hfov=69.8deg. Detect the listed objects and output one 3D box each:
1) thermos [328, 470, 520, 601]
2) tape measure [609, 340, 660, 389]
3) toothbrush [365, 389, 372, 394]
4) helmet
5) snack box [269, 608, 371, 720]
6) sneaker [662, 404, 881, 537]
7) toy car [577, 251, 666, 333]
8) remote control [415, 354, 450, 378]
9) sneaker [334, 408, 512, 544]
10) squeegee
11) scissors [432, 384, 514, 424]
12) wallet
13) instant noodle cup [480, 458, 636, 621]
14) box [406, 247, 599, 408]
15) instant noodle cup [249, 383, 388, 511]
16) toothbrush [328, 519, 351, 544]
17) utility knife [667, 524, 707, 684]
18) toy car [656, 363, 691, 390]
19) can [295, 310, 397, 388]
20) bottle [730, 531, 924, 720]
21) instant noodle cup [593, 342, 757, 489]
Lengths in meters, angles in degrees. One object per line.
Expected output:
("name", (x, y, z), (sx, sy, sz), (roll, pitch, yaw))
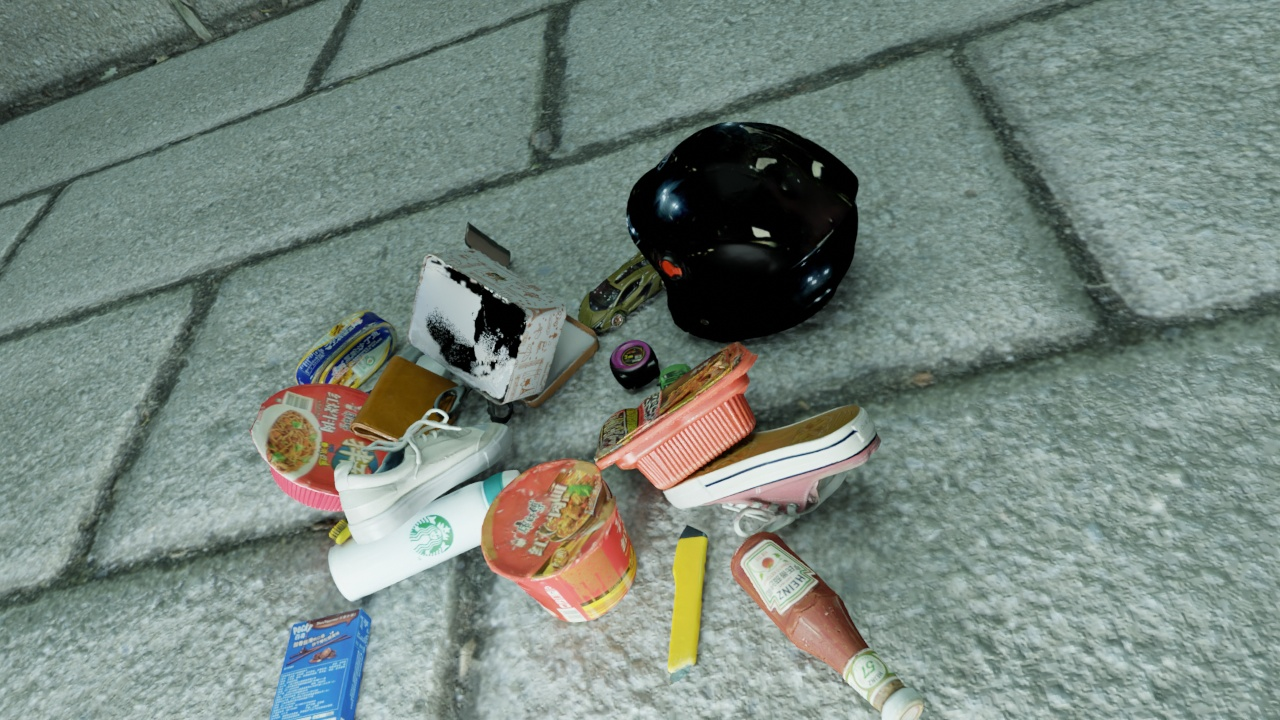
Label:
("thermos", (-0.222, 0.187, 0.999), (0.224, 0.073, 0.073), (-24, 41, 1))
("tape measure", (-0.006, 0.006, 1.099), (0.057, 0.039, 0.057), (-27, 46, -1))
("toothbrush", (-0.370, 0.043, 1.263), (0.189, 0.017, 0.014), (-25, 39, -1))
("helmet", (0.123, -0.166, 1.069), (0.275, 0.231, 0.232), (33, 60, 2))
("snack box", (-0.328, 0.334, 0.932), (0.085, 0.026, 0.156), (-16, 42, 11))
("sneaker", (0.127, 0.116, 0.879), (0.242, 0.088, 0.118), (-23, 11, 38))
("toy car", (-0.017, -0.095, 1.208), (0.158, 0.042, 0.070), (-41, 43, -13))
("remote control", (-0.295, 0.047, 1.215), (0.056, 0.020, 0.135), (1, 50, 28))
("sneaker", (-0.239, 0.106, 1.011), (0.090, 0.091, 0.241), (-18, 9, 34))
("squeegee", (-0.269, -0.061, 1.263), (0.040, 0.247, 0.249), (40, 92, 4))
("scissors", (-0.206, 0.025, 1.176), (0.159, 0.014, 0.174), (34, 45, 28))
("wallet", (-0.278, 0.061, 1.140), (0.035, 0.119, 0.130), (-55, 12, 39))
("instant noodle cup", (-0.073, 0.183, 0.897), (0.138, 0.109, 0.137), (-14, 43, 13))
("box", (-0.161, -0.042, 1.155), (0.182, 0.154, 0.180), (31, 28, 25))
("instant noodle cup", (-0.369, 0.112, 1.099), (0.066, 0.193, 0.193), (-60, 30, 30))
("toothbrush", (-0.280, 0.139, 1.043), (0.016, 0.016, 0.189), (33, 49, 11))
("utility knife", (0.043, 0.227, 0.865), (0.033, 0.015, 0.164), (-13, 44, 24))
("toy car", (0.042, 0.037, 1.047), (0.043, 0.036, 0.091), (-18, 38, 11))
("can", (-0.412, -0.005, 1.289), (0.049, 0.075, 0.148), (27, 64, 38))
("bottle", (0.154, 0.225, 0.776), (0.059, 0.060, 0.206), (-36, 42, -11))
("instant noodle cup", (0.046, 0.059, 0.930), (0.189, 0.079, 0.164), (-36, 5, 5))
